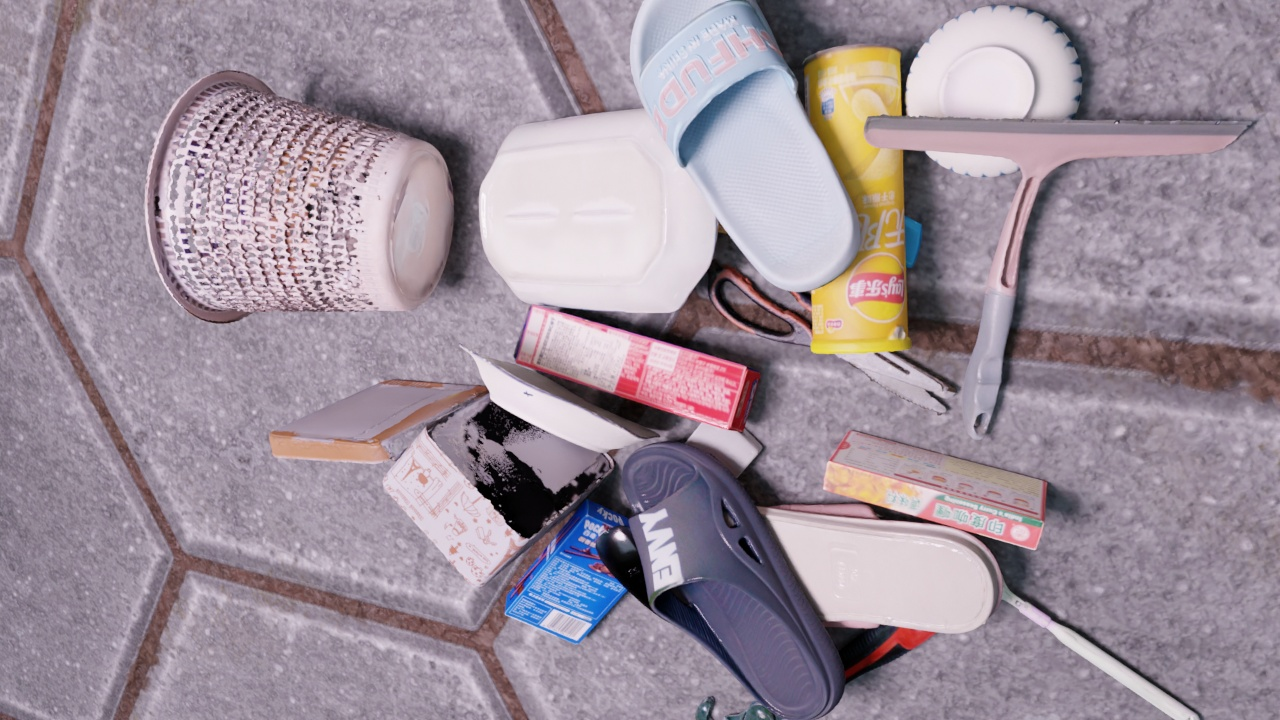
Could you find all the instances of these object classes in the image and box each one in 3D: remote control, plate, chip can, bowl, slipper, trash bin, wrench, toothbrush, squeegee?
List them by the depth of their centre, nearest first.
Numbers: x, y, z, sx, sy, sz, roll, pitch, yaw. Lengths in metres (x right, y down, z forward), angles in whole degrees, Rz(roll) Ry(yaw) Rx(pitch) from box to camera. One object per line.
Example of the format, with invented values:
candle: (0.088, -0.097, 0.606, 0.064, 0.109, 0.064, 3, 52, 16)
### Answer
slipper: (0.065, -0.159, 0.619, 0.104, 0.074, 0.245, -30, 80, 15)
bowl: (0.237, -0.182, 0.625, 0.117, 0.066, 0.116, 7, 108, 23)
squeegee: (0.262, -0.054, 0.657, 0.247, 0.040, 0.250, 1, 119, -2)
chip can: (0.155, -0.111, 0.662, 0.072, 0.072, 0.213, -2, 93, 26)
toothbrush: (0.348, 0.226, 0.718, 0.189, 0.020, 0.029, 34, 84, 12)
plate: (-0.051, -0.120, 0.752, 0.266, 0.034, 0.162, 8, 104, 41)
slipper: (0.063, 0.185, 0.759, 0.111, 0.083, 0.268, -45, 73, 36)
slipper: (0.162, 0.172, 0.768, 0.275, 0.054, 0.114, -7, 97, 37)
plate: (-0.071, 0.040, 0.782, 0.164, 0.164, 0.034, 25, 89, 18)
trash bin: (-0.282, -0.131, 0.818, 0.192, 0.227, 0.228, 9, 109, 10)
remote control: (0.049, 0.107, 0.824, 0.056, 0.019, 0.135, 40, 117, 10)
wrench: (0.156, 0.288, 0.829, 0.274, 0.016, 0.056, -39, 87, 29)
remote control: (0.013, 0.204, 0.840, 0.053, 0.024, 0.136, -36, 111, 23)

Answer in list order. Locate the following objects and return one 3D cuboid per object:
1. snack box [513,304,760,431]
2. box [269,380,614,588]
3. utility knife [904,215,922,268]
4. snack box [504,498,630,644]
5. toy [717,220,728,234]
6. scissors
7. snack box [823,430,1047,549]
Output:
snack box: (-0.005, 0.005, 0.789, 0.208, 0.057, 0.058, 17, 91, 21)
box: (-0.174, 0.077, 0.832, 0.274, 0.178, 0.125, 25, 114, 16)
utility knife: (0.123, -0.137, 0.721, 0.216, 0.018, 0.034, 31, 116, 16)
snack box: (-0.056, 0.205, 0.878, 0.084, 0.026, 0.157, 28, 119, -18)
toy: (0.050, -0.140, 0.718, 0.105, 0.066, 0.158, 40, 132, 4)
scissors: (0.156, -0.036, 0.735, 0.206, 0.015, 0.197, -5, 102, 26)
snack box: (0.226, 0.096, 0.704, 0.156, 0.076, 0.027, 14, 110, 21)
